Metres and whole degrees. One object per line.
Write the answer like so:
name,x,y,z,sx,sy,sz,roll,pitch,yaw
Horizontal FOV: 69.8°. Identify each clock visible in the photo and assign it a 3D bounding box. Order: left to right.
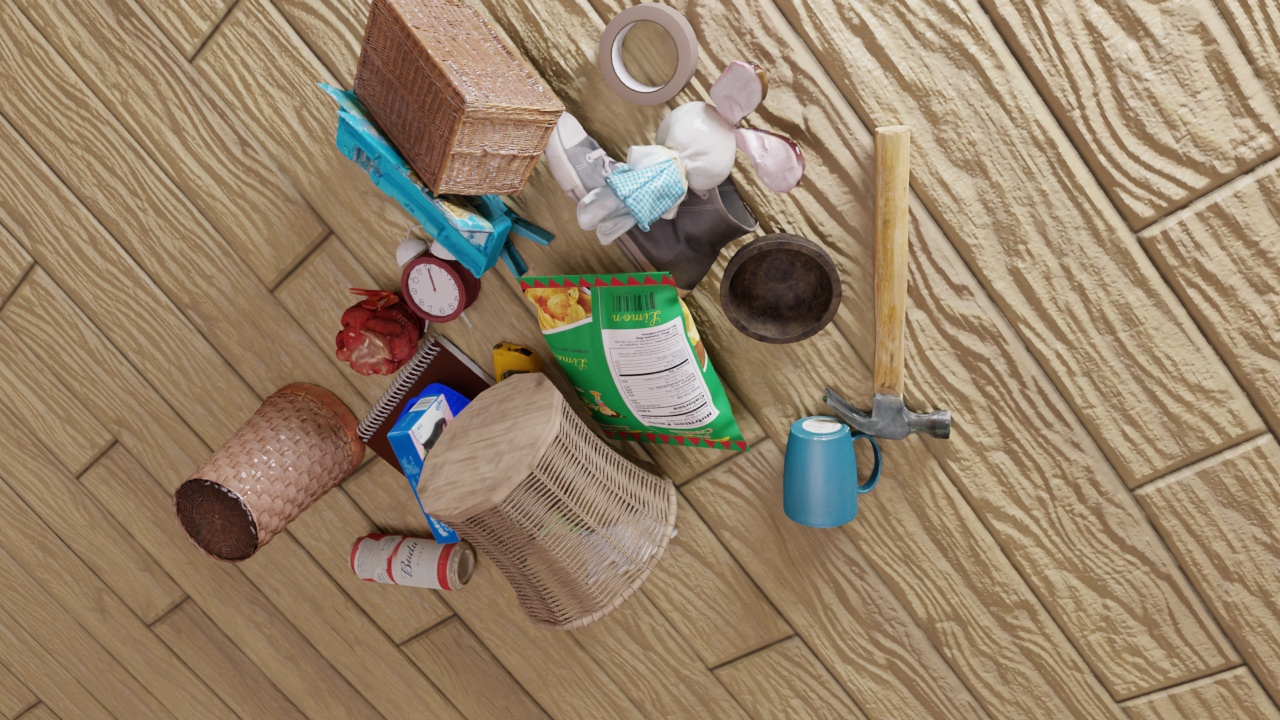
clock,-0.237,-0.098,1.070,0.087,0.044,0.125,-4,115,20

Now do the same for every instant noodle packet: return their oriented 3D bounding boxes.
instant noodle packet,-0.006,0.006,0.998,0.196,0.090,0.253,2,134,34

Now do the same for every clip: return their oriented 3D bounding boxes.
clip,-0.152,-0.163,1.022,0.127,0.028,0.113,34,119,0

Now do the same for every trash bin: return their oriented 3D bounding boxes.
trash bin,-0.474,0.140,1.171,0.151,0.209,0.151,7,116,14

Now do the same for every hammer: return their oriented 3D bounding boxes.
hammer,0.252,-0.069,0.933,0.132,0.033,0.331,2,115,18

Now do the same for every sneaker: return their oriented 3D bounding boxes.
sneaker,0.005,-0.181,0.924,0.120,0.095,0.235,-40,96,27

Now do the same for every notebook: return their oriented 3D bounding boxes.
notebook,-0.254,0.085,1.181,0.171,0.022,0.210,41,120,-6

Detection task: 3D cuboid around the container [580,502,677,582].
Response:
container,-0.018,0.216,1.114,0.081,0.129,0.049,-24,88,27

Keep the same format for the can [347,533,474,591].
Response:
can,-0.317,0.278,1.269,0.170,0.067,0.067,2,116,18

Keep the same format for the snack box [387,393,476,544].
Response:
snack box,-0.232,0.126,1.063,0.033,0.087,0.154,-9,115,21

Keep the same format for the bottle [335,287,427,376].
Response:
bottle,-0.309,-0.037,1.086,0.099,0.111,0.099,8,118,15

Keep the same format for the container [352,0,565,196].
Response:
container,-0.183,-0.257,0.894,0.198,0.113,0.113,52,129,26

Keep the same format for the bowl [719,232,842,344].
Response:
bowl,0.143,-0.082,0.943,0.121,0.056,0.121,4,126,6

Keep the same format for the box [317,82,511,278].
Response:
box,-0.236,-0.200,0.958,0.227,0.181,0.074,43,78,4

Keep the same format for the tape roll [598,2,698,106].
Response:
tape roll,0.008,-0.299,0.898,0.094,0.030,0.094,8,117,15

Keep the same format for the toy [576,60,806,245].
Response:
toy,0.033,-0.175,0.842,0.205,0.105,0.131,-33,117,4

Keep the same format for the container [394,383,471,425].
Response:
container,-0.237,0.088,1.131,0.114,0.058,0.096,35,121,-4

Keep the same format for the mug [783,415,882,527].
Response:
mug,0.213,0.117,1.016,0.112,0.084,0.104,-8,109,-9

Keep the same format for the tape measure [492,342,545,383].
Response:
tape measure,-0.146,0.015,1.105,0.059,0.030,0.068,6,117,18

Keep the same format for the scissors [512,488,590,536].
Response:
scissors,-0.089,0.223,1.200,0.175,0.033,0.072,26,117,9

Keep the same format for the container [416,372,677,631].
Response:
container,-0.106,0.146,1.006,0.227,0.226,0.196,-24,125,27
